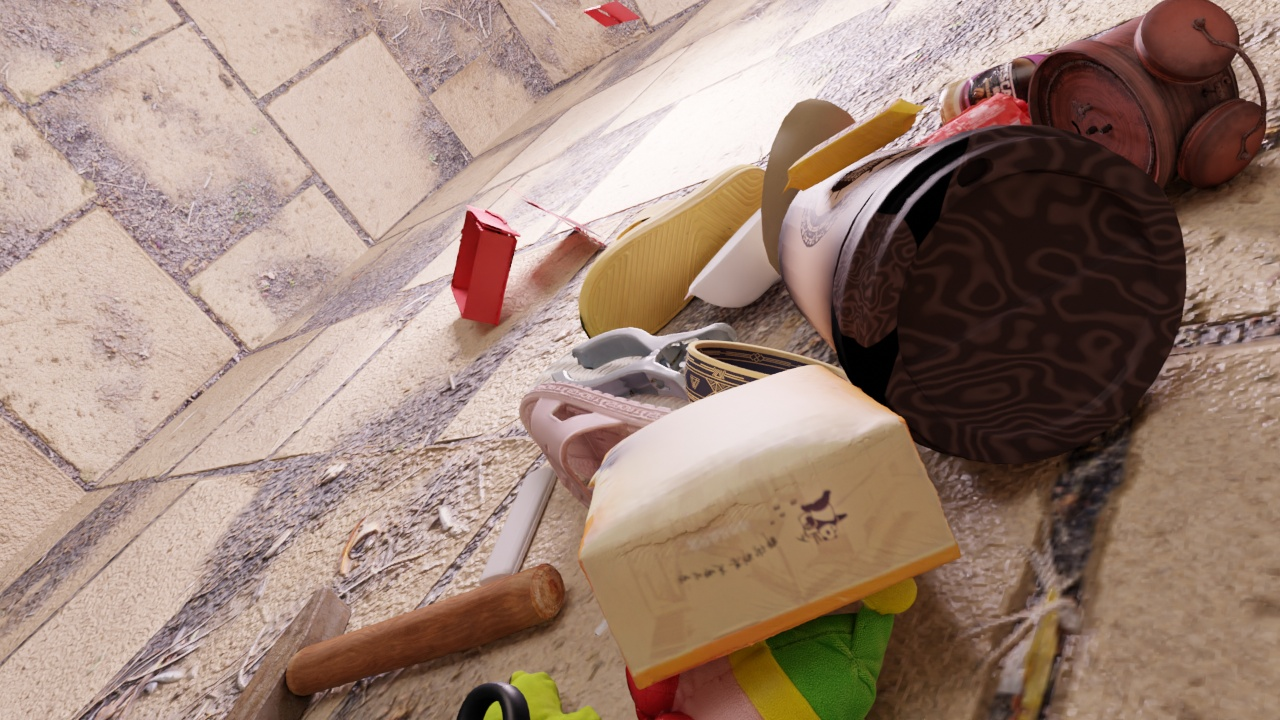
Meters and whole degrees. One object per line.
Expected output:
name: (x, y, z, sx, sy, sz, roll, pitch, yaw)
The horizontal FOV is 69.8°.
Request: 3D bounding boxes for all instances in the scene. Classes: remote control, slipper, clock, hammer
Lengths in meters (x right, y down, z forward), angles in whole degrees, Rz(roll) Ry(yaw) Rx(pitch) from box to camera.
remote control: (-0.099, 0.134, 0.752, 0.033, 0.012, 0.130, -24, 24, 26)
slipper: (0.000, 0.027, 0.774, 0.263, 0.052, 0.114, 1, 40, 50)
clock: (0.331, -0.165, 0.596, 0.072, 0.120, 0.157, -29, 14, -5)
slipper: (0.031, -0.117, 0.952, 0.263, 0.099, 0.078, -38, 31, -17)
hammer: (-0.179, 0.206, 0.691, 0.302, 0.037, 0.157, -24, 25, 26)
slipper: (-0.019, 0.075, 0.651, 0.064, 0.094, 0.240, -43, 29, -28)

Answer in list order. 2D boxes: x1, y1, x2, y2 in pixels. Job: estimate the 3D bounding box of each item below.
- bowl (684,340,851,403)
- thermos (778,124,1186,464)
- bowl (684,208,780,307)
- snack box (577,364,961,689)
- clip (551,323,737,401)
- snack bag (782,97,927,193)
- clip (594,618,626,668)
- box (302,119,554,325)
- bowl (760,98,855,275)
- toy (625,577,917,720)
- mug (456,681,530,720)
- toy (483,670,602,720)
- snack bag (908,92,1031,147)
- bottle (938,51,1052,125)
bowl: (0.081, 0.030, 0.611, 0.112, 0.112, 0.061, -143, 61, -67)
thermos: (0.173, -0.053, 0.547, 0.173, 0.173, 0.226, -34, 16, 3)
bowl: (0.101, -0.090, 0.838, 0.115, 0.050, 0.114, -47, 4, 5)
snack box: (0.049, 0.062, 0.458, 0.145, 0.080, 0.195, -24, 5, 4)
clip: (0.005, -0.007, 0.733, 0.163, 0.028, 0.112, -1, 41, 45)
snack bag: (0.125, -0.129, 0.551, 0.099, 0.020, 0.026, -25, 15, 46)
clip: (0.013, 0.143, 0.569, 0.056, 0.056, 0.101, 38, 68, 22)
box: (-0.317, -0.189, 1.299, 0.217, 0.351, 0.198, -134, 61, -66)
bowl: (0.159, -0.143, 0.780, 0.050, 0.152, 0.152, 13, 48, 31)
toy: (0.063, 0.148, 0.401, 0.131, 0.097, 0.124, -12, 25, -4)
mug: (-0.076, 0.216, 0.435, 0.095, 0.085, 0.121, -19, 56, 36)
toy: (-0.059, 0.213, 0.509, 0.094, 0.036, 0.094, -18, 34, 26)
snack bag: (0.239, -0.143, 0.729, 0.176, 0.082, 0.082, -31, 23, 9)
bottle: (0.347, -0.238, 0.793, 0.166, 0.059, 0.059, -13, 31, 43)
